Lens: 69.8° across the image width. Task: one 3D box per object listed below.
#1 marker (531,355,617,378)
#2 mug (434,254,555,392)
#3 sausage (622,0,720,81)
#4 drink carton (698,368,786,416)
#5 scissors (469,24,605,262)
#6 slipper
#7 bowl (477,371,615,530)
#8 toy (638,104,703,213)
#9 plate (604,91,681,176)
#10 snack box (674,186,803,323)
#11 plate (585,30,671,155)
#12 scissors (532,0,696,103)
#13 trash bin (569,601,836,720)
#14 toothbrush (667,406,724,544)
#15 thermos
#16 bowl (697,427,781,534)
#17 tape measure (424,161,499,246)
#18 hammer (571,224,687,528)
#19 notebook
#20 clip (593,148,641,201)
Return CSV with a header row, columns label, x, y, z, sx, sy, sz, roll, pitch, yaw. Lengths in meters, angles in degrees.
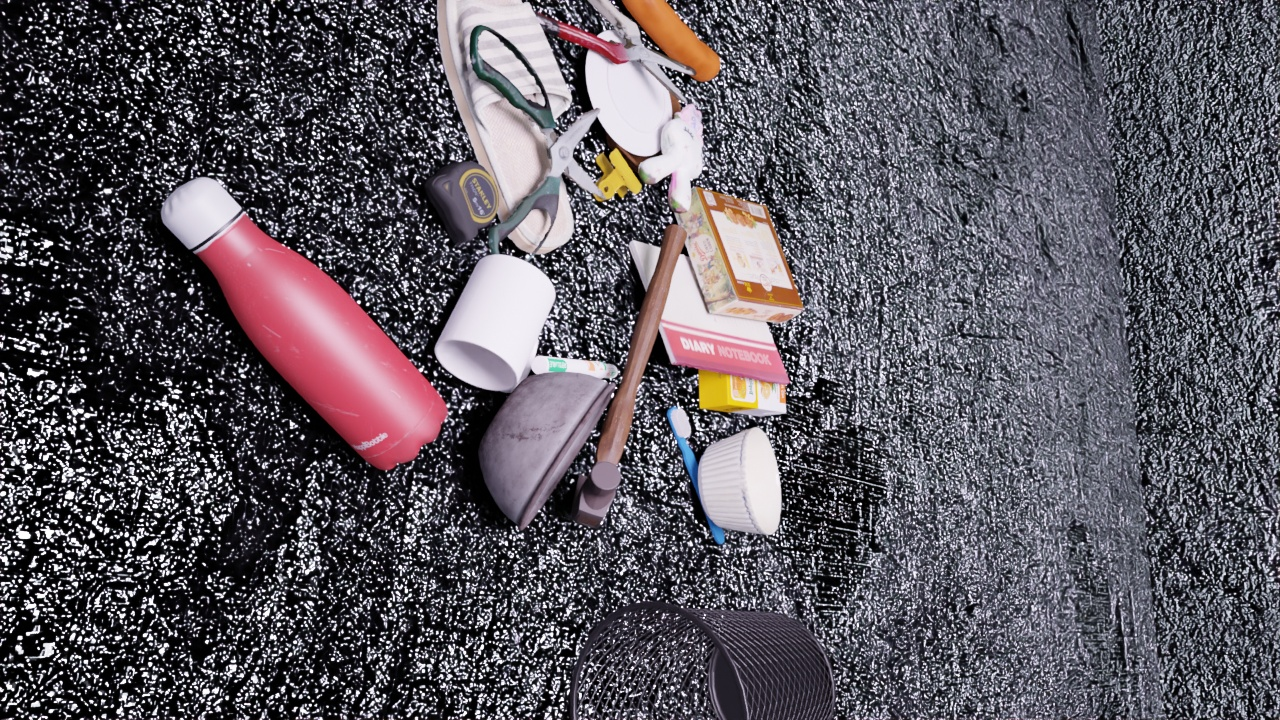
label,x,y,z,sx,sy,sz,roll,pitch,yaw
marker,-0.058,0.008,0.856,0.145,0.017,0.017,7,76,-66
mug,-0.118,-0.021,0.792,0.110,0.074,0.090,69,34,-52
sausage,0.035,-0.379,1.056,0.164,0.039,0.044,35,54,-39
drink carton,0.121,0.030,1.067,0.122,0.040,0.058,10,74,-47
scissors,-0.104,-0.191,0.814,0.205,0.015,0.201,52,55,-33
slipper,-0.116,-0.234,0.849,0.114,0.054,0.272,-16,95,-44
bowl,-0.087,0.063,0.772,0.067,0.145,0.144,32,50,3
toy,0.043,-0.223,0.991,0.079,0.038,0.122,41,59,-41
plate,0.000,-0.259,1.002,0.131,0.025,0.131,13,72,-47
snack box,0.115,-0.119,1.064,0.143,0.041,0.147,3,64,-49
plate,-0.006,-0.284,0.968,0.134,0.011,0.134,13,72,-47
scissors,-0.033,-0.341,0.942,0.198,0.015,0.179,-8,68,-36
trash bin,0.073,0.315,0.857,0.210,0.184,0.184,15,71,-52
toothbrush,0.064,0.127,1.002,0.016,0.014,0.166,-35,109,-46
thermos,-0.236,-0.025,0.648,0.240,0.073,0.073,53,47,-26
bowl,0.105,0.134,0.996,0.115,0.063,0.115,38,47,-56
tape measure,-0.154,-0.141,0.796,0.061,0.034,0.062,-48,126,-38
hammer,-0.005,0.005,0.873,0.033,0.115,0.322,19,62,-4
notebook,0.081,-0.049,1.020,0.208,0.012,0.153,9,54,-47
clip,-0.031,-0.188,0.959,0.054,0.048,0.046,53,6,-28
